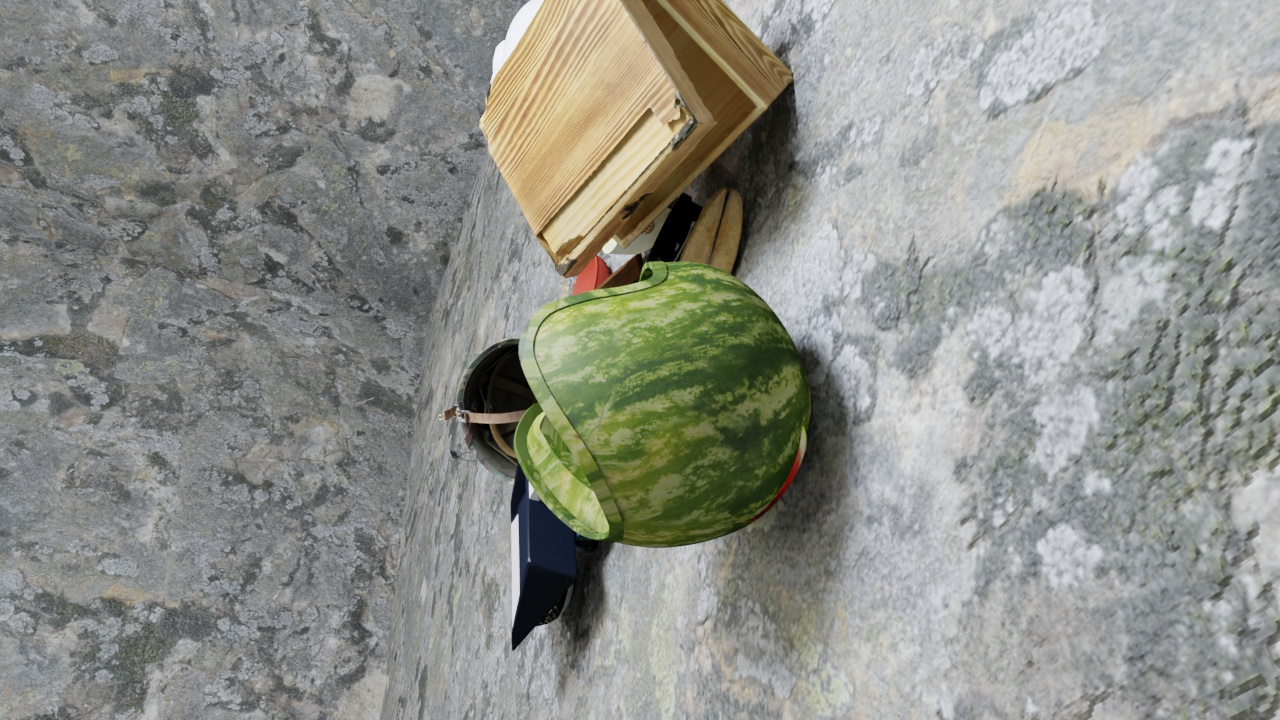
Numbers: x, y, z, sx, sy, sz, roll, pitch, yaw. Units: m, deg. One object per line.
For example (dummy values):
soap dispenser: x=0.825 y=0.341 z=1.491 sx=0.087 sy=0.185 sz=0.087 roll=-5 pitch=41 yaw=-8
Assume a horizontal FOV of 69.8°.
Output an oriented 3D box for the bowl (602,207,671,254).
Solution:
bowl: x=0.002 y=-0.195 z=1.261 sx=0.118 sy=0.074 sz=0.118 roll=-167 pitch=91 yaw=-71

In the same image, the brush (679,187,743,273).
brush: x=0.070 y=-0.102 z=1.034 sx=0.043 sy=0.059 sz=0.196 roll=-94 pitch=21 yaw=-68

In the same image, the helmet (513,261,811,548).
helmet: x=0.028 y=0.037 z=0.790 sx=0.243 sy=0.246 sz=0.214 roll=47 pitch=152 yaw=22

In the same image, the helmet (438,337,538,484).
helmet: x=-0.186 y=0.079 z=1.414 sx=0.236 sy=0.193 sz=0.224 roll=35 pitch=-126 yaw=-71

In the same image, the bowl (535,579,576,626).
bowl: x=-0.129 y=0.318 z=1.300 sx=0.120 sy=0.066 sz=0.120 roll=-167 pitch=91 yaw=-71

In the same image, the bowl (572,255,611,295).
bowl: x=-0.077 y=-0.112 z=1.486 sx=0.122 sy=0.035 sz=0.122 roll=-167 pitch=91 yaw=-71

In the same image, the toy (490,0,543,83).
toy: x=-0.065 y=-0.382 z=1.276 sx=0.266 sy=0.280 sz=0.262 roll=95 pitch=175 yaw=-50

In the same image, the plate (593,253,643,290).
plate: x=-0.041 y=-0.105 z=1.314 sx=0.131 sy=0.025 sz=0.131 roll=-40 pitch=6 yaw=5

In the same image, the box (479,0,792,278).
box: x=-0.041 y=-0.279 z=1.002 sx=0.280 sy=0.258 sz=0.220 roll=-39 pitch=7 yaw=46

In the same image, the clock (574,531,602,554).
clock: x=-0.067 y=0.204 z=1.224 sx=0.130 sy=0.052 sz=0.090 roll=125 pitch=151 yaw=-46

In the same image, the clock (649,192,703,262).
clock: x=0.048 y=-0.148 z=1.103 sx=0.091 sy=0.042 sz=0.120 roll=-60 pitch=8 yaw=26

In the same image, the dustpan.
dustpan: x=-0.142 y=0.204 z=1.220 sx=0.274 sy=0.080 sz=0.235 roll=-52 pitch=28 yaw=28
